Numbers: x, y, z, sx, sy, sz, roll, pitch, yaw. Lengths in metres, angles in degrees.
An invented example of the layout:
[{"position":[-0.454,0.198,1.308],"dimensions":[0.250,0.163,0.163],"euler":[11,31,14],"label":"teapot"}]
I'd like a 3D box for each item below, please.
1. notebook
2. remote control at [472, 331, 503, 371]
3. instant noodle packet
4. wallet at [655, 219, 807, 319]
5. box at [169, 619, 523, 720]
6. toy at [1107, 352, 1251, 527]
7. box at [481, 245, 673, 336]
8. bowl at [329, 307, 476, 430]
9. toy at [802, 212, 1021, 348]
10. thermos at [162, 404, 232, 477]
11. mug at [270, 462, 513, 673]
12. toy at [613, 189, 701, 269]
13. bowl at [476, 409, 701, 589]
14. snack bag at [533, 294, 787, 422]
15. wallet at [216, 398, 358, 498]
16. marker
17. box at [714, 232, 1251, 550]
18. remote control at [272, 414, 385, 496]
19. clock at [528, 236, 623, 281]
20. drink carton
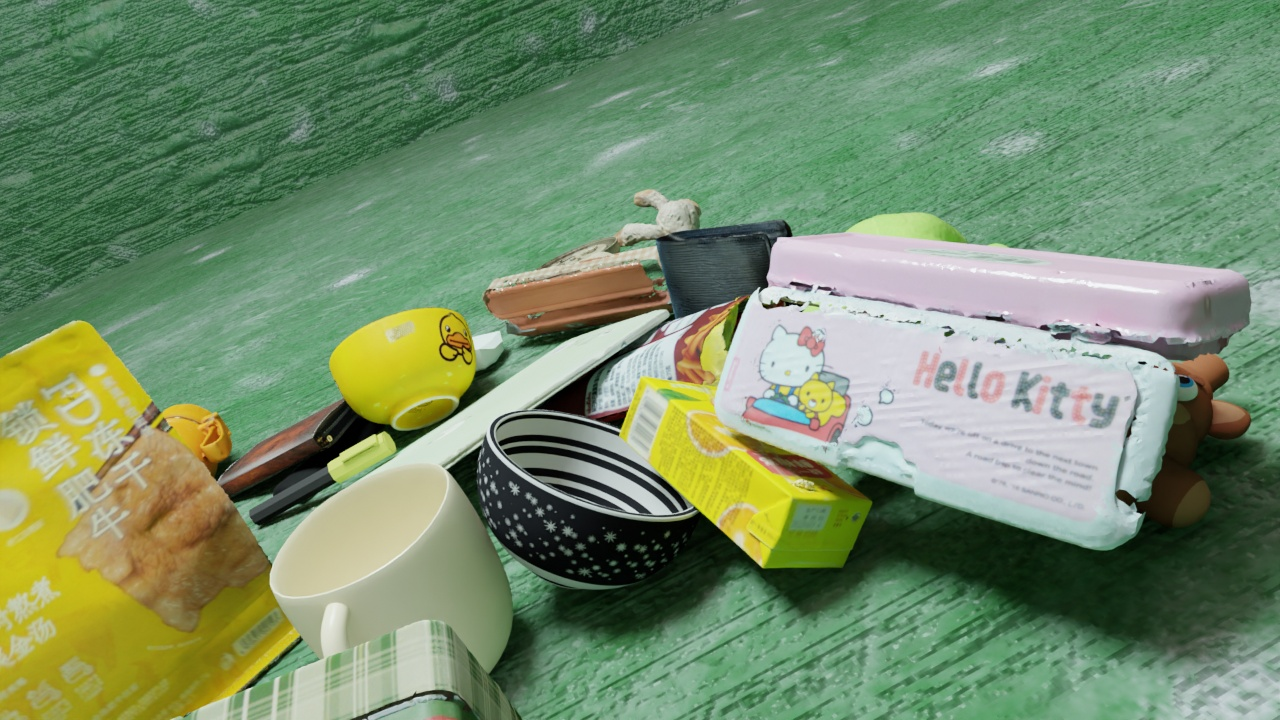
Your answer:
[{"position":[-0.115,0.040,0.673],"dimensions":[0.251,0.010,0.182],"euler":[-36,12,-28],"label":"notebook"},{"position":[-0.193,0.005,0.850],"dimensions":[0.143,0.024,0.049],"euler":[-12,17,19],"label":"remote control"},{"position":[-0.311,0.110,0.496],"dimensions":[0.084,0.222,0.162],"euler":[-3,29,43],"label":"instant noodle packet"},{"position":[0.066,-0.054,0.683],"dimensions":[0.115,0.089,0.026],"euler":[1,27,42],"label":"wallet"},{"position":[-0.142,0.177,0.339],"dimensions":[0.205,0.118,0.051],"euler":[-21,41,-2],"label":"box"},{"position":[0.220,0.028,0.413],"dimensions":[0.127,0.065,0.095],"euler":[-30,42,-19],"label":"toy"},{"position":[-0.046,-0.053,0.797],"dimensions":[0.187,0.082,0.041],"euler":[-6,39,27],"label":"box"},{"position":[-0.187,0.015,0.751],"dimensions":[0.117,0.067,0.117],"euler":[-23,-19,-8],"label":"bowl"},{"position":[0.157,-0.025,0.538],"dimensions":[0.150,0.107,0.196],"euler":[-16,16,9],"label":"toy"},{"position":[-0.391,0.110,0.747],"dimensions":[0.091,0.076,0.232],"euler":[3,21,-12],"label":"thermos"},{"position":[-0.115,0.125,0.447],"dimensions":[0.096,0.100,0.120],"euler":[-18,26,13],"label":"mug"},{"position":[0.037,-0.112,0.873],"dimensions":[0.085,0.074,0.106],"euler":[13,27,-36],"label":"toy"},{"position":[-0.032,0.082,0.488],"dimensions":[0.120,0.066,0.120],"euler":[18,15,-5],"label":"bowl"},{"position":[-0.004,0.004,0.655],"dimensions":[0.208,0.067,0.138],"euler":[-11,26,35],"label":"snack bag"},{"position":[-0.297,0.073,0.773],"dimensions":[0.123,0.019,0.072],"euler":[-25,21,23],"label":"wallet"},{"position":[-0.246,0.091,0.703],"dimensions":[0.124,0.021,0.017],"euler":[-29,53,5],"label":"marker"},{"position":[0.131,-0.014,0.397],"dimensions":[0.202,0.077,0.146],"euler":[15,50,47],"label":"box"},{"position":[-0.250,0.066,0.780],"dimensions":[0.041,0.020,0.151],"euler":[-6,30,33],"label":"remote control"},{"position":[-0.047,-0.075,0.862],"dimensions":[0.092,0.054,0.141],"euler":[-31,18,-21],"label":"clock"},{"position":[0.050,0.054,0.472],"dimensions":[0.058,0.043,0.134],"euler":[9,18,-36],"label":"drink carton"}]
